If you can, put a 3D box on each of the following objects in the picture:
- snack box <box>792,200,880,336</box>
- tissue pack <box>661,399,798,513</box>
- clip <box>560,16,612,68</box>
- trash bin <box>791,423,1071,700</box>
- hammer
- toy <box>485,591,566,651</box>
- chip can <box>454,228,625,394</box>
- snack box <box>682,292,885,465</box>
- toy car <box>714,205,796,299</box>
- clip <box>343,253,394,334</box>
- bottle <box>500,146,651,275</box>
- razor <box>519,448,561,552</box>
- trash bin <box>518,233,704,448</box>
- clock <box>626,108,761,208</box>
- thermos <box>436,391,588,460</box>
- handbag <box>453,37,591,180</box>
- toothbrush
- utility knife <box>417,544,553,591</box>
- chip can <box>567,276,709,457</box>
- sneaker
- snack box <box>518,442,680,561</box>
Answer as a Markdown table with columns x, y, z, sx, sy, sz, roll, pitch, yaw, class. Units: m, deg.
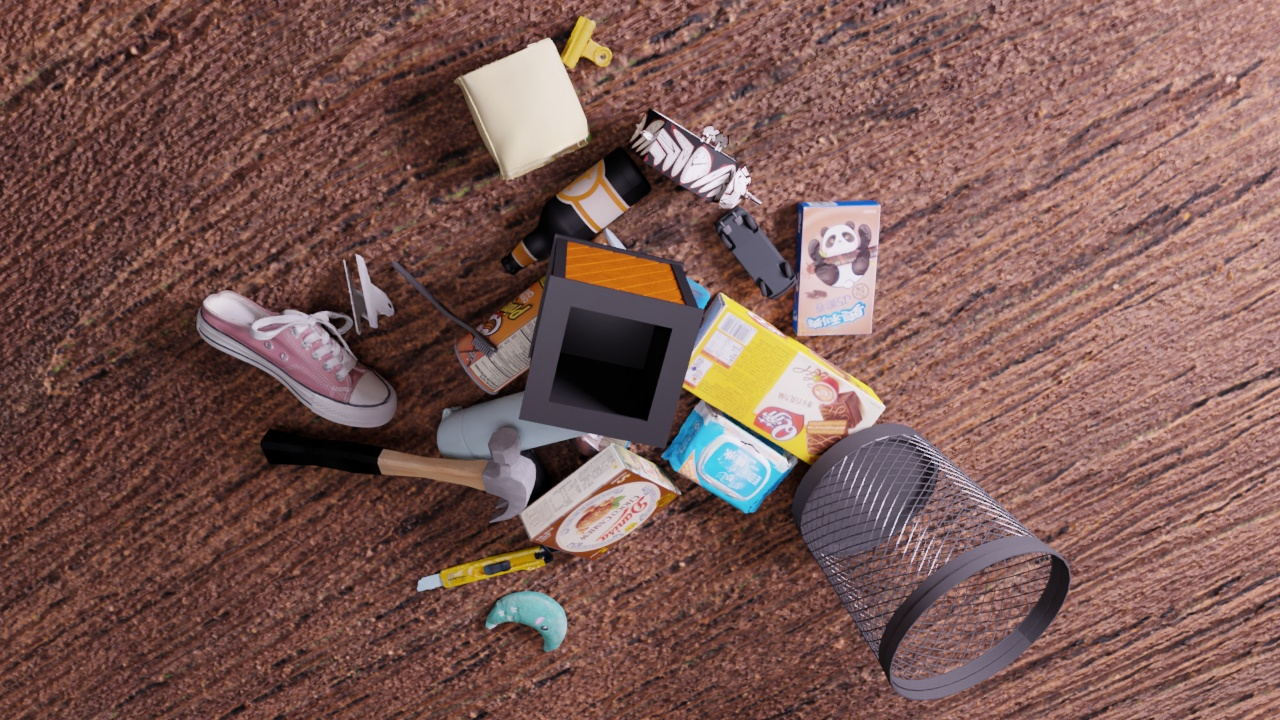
| x | y | z | sx | sy | sz | roll | pitch | yaw | class |
| --- | --- | --- | --- | --- | --- | --- | --- | --- | --- |
| 0.221 | -0.104 | 1.044 | 0.087 | 0.034 | 0.151 | -1 | 110 | -1 | snack box |
| 0.110 | 0.117 | 1.102 | 0.144 | 0.061 | 0.093 | 31 | 105 | -12 | tissue pack |
| -0.055 | -0.326 | 0.959 | 0.049 | 0.044 | 0.054 | 34 | 104 | 13 | clip |
| 0.307 | 0.213 | 1.024 | 0.217 | 0.227 | 0.218 | -13 | 128 | -17 | trash bin |
| -0.281 | 0.118 | 1.055 | 0.328 | 0.039 | 0.131 | 6 | 134 | 12 | hammer |
| -0.140 | 0.336 | 1.186 | 0.105 | 0.033 | 0.085 | 29 | 116 | -13 | toy |
| -0.101 | -0.053 | 1.027 | 0.215 | 0.075 | 0.075 | -36 | 107 | 10 | chip can |
| 0.158 | 0.030 | 1.073 | 0.230 | 0.061 | 0.110 | 31 | 105 | -12 | snack box |
| 0.129 | -0.121 | 1.033 | 0.046 | 0.034 | 0.112 | -37 | 99 | 15 | toy car |
| -0.296 | -0.069 | 1.027 | 0.050 | 0.101 | 0.058 | -29 | 151 | 19 | clip |
| -0.076 | -0.155 | 1.001 | 0.182 | 0.059 | 0.059 | -36 | 107 | 10 | bottle |
| -0.125 | 0.172 | 1.119 | 0.060 | 0.057 | 0.156 | -9 | 118 | 46 | razor |
| -0.033 | -0.025 | 0.908 | 0.139 | 0.171 | 0.140 | 12 | 109 | -8 | trash bin |
| 0.067 | -0.210 | 0.959 | 0.154 | 0.114 | 0.065 | 29 | 105 | -14 | clock |
| -0.139 | 0.071 | 1.043 | 0.207 | 0.065 | 0.078 | -16 | 88 | 26 | thermos |
| -0.119 | -0.259 | 0.957 | 0.111 | 0.081 | 0.119 | -24 | 107 | -2 | handbag |
| -0.219 | -0.059 | 1.014 | 0.167 | 0.012 | 0.013 | 41 | 104 | 16 | toothbrush |
| -0.200 | 0.267 | 1.169 | 0.179 | 0.017 | 0.030 | -14 | 100 | 6 | utility knife |
| -0.006 | 0.006 | 1.053 | 0.080 | 0.079 | 0.230 | 25 | 106 | -10 | chip can |
| -0.371 | -0.016 | 1.016 | 0.241 | 0.118 | 0.088 | 30 | 123 | -6 | sneaker |
| -0.045 | 0.170 | 1.083 | 0.143 | 0.041 | 0.147 | -38 | 147 | 11 | snack box |
